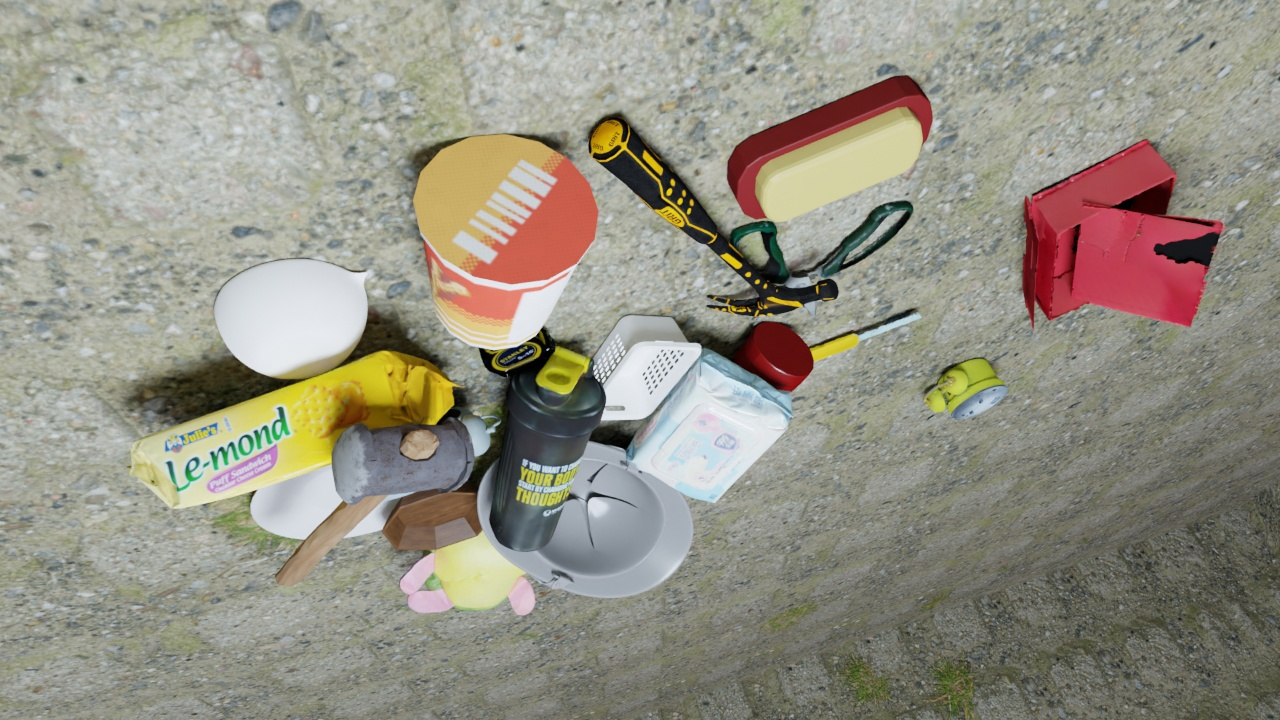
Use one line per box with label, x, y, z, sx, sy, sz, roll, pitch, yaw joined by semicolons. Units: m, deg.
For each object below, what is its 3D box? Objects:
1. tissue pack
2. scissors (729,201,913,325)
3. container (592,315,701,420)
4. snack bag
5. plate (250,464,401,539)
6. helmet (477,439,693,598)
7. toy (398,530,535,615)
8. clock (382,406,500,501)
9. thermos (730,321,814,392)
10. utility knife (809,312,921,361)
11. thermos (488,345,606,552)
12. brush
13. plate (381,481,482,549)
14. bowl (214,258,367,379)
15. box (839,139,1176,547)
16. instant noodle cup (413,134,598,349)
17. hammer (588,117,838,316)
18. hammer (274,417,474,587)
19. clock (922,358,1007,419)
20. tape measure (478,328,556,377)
tissue pack;0.068;0.077;0.966;0.112;0.069;0.182;26;130;-12
scissors;0.179;-0.105;0.902;0.204;0.015;0.201;-29;149;11
container;-0.006;0.005;0.929;0.080;0.049;0.130;1;143;-33
snack bag;-0.278;0.057;0.771;0.247;0.068;0.159;-19;176;-2
plate;-0.309;0.139;0.991;0.208;0.015;0.209;-15;150;-9
helmet;-0.072;0.166;1.090;0.271;0.117;0.183;28;99;-23
toy;-0.186;0.242;1.155;0.237;0.088;0.190;-24;113;-16
clock;-0.208;0.084;0.872;0.159;0.045;0.123;-22;-167;-19
thermos;0.099;0.049;1.030;0.107;0.084;0.199;0;142;-34
utility knife;0.223;-0.013;1.073;0.225;0.019;0.030;-18;155;4
thermos;-0.098;0.090;0.919;0.098;0.098;0.221;-3;129;-28
brush;0.160;-0.168;0.759;0.173;0.041;0.082;-22;150;2
plate;-0.230;0.174;1.047;0.131;0.025;0.131;-15;146;-10
bowl;-0.269;-0.023;0.718;0.114;0.050;0.115;-16;150;-10
box;0.397;-0.004;0.990;0.477;0.171;0.214;-58;150;-12
instant noodle cup;-0.104;-0.077;0.677;0.123;0.123;0.121;-10;156;-19
hammer;0.055;-0.107;0.785;0.123;0.036;0.320;-9;155;32
hammer;-0.252;0.135;0.780;0.097;0.052;0.329;-1;153;-41
clock;0.444;0.041;1.259;0.119;0.057;0.083;-8;148;-22
tape measure;-0.118;-0.015;0.843;0.062;0.034;0.061;-28;152;10
